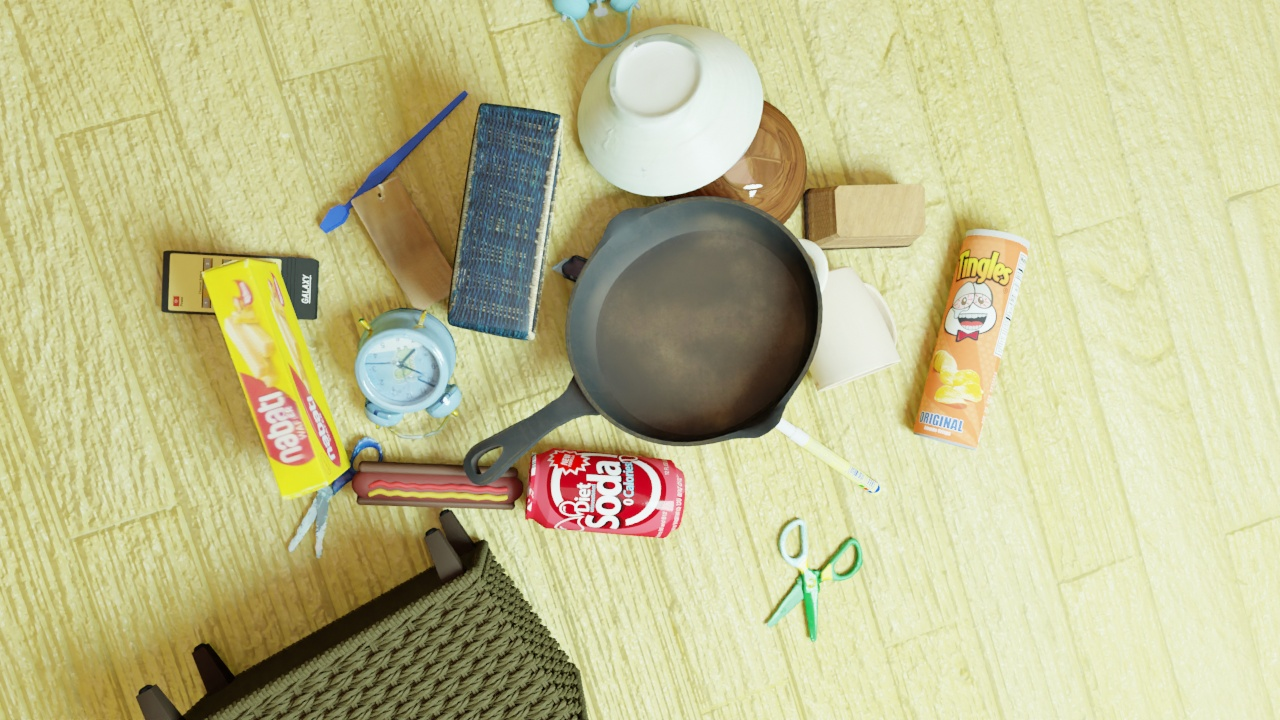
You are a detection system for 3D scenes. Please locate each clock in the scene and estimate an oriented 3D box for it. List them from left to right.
[{"bbox_3d":[-0.212,0.014,0.835,0.089,0.051,0.125,-8,113,-4],"label":"clock"},{"bbox_3d":[-0.043,-0.356,0.861,0.087,0.042,0.123,-12,92,-8],"label":"clock"}]

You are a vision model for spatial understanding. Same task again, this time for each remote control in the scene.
[{"bbox_3d":[-0.364,-0.068,0.837,0.133,0.013,0.058,2,91,-8],"label":"remote control"}]

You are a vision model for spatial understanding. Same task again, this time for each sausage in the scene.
[{"bbox_3d":[-0.186,0.116,0.849,0.155,0.040,0.040,4,91,-13],"label":"sausage"}]

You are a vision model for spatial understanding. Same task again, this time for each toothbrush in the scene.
[{"bbox_3d":[-0.229,-0.187,0.854,0.016,0.011,0.186,45,85,-7],"label":"toothbrush"}]

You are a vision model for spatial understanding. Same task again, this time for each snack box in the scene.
[{"bbox_3d":[-0.311,0.014,0.791,0.042,0.092,0.200,-18,94,-5],"label":"snack box"}]

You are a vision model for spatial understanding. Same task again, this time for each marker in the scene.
[{"bbox_3d":[0.186,0.095,0.919,0.132,0.014,0.014,34,86,-8],"label":"marker"}]

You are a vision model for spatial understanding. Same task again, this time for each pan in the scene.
[{"bbox_3d":[-0.005,0.005,0.819,0.356,0.043,0.248,-35,67,5],"label":"pan"}]

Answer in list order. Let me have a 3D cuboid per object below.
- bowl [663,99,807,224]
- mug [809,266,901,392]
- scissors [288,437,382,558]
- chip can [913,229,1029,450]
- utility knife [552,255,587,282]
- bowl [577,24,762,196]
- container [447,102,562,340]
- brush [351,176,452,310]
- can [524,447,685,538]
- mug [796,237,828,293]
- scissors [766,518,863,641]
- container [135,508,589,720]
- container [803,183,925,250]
[{"bbox_3d":[0.095,-0.186,0.871,0.147,0.069,0.147,0,91,-8],"label":"bowl"},{"bbox_3d":[0.204,-0.035,0.891,0.111,0.085,0.104,-16,82,-35],"label":"mug"},{"bbox_3d":[-0.282,0.127,0.853,0.086,0.015,0.135,7,90,-10],"label":"scissors"},{"bbox_3d":[0.329,-0.020,0.912,0.062,0.062,0.210,15,89,-8],"label":"chip can"},{"bbox_3d":[-0.003,-0.064,0.887,0.171,0.020,0.028,21,87,-7],"label":"utility knife"},{"bbox_3d":[0.020,-0.241,0.828,0.177,0.058,0.176,-4,74,13],"label":"bowl"},{"bbox_3d":[-0.116,-0.115,0.805,0.071,0.145,0.187,8,90,-5],"label":"container"},{"bbox_3d":[-0.213,-0.106,0.844,0.049,0.039,0.117,-30,95,-4],"label":"brush"},{"bbox_3d":[-0.033,0.124,0.858,0.142,0.074,0.074,6,90,-8],"label":"can"},{"bbox_3d":[0.119,-0.073,0.858,0.081,0.122,0.097,3,72,-50],"label":"mug"},{"bbox_3d":[0.164,0.217,0.921,0.128,0.012,0.119,-44,96,-6],"label":"scissors"},{"bbox_3d":[-0.235,0.288,0.787,0.321,0.176,0.205,-29,92,-7],"label":"container"},{"bbox_3d":[0.222,-0.142,0.894,0.114,0.061,0.063,-3,92,-8],"label":"container"}]
